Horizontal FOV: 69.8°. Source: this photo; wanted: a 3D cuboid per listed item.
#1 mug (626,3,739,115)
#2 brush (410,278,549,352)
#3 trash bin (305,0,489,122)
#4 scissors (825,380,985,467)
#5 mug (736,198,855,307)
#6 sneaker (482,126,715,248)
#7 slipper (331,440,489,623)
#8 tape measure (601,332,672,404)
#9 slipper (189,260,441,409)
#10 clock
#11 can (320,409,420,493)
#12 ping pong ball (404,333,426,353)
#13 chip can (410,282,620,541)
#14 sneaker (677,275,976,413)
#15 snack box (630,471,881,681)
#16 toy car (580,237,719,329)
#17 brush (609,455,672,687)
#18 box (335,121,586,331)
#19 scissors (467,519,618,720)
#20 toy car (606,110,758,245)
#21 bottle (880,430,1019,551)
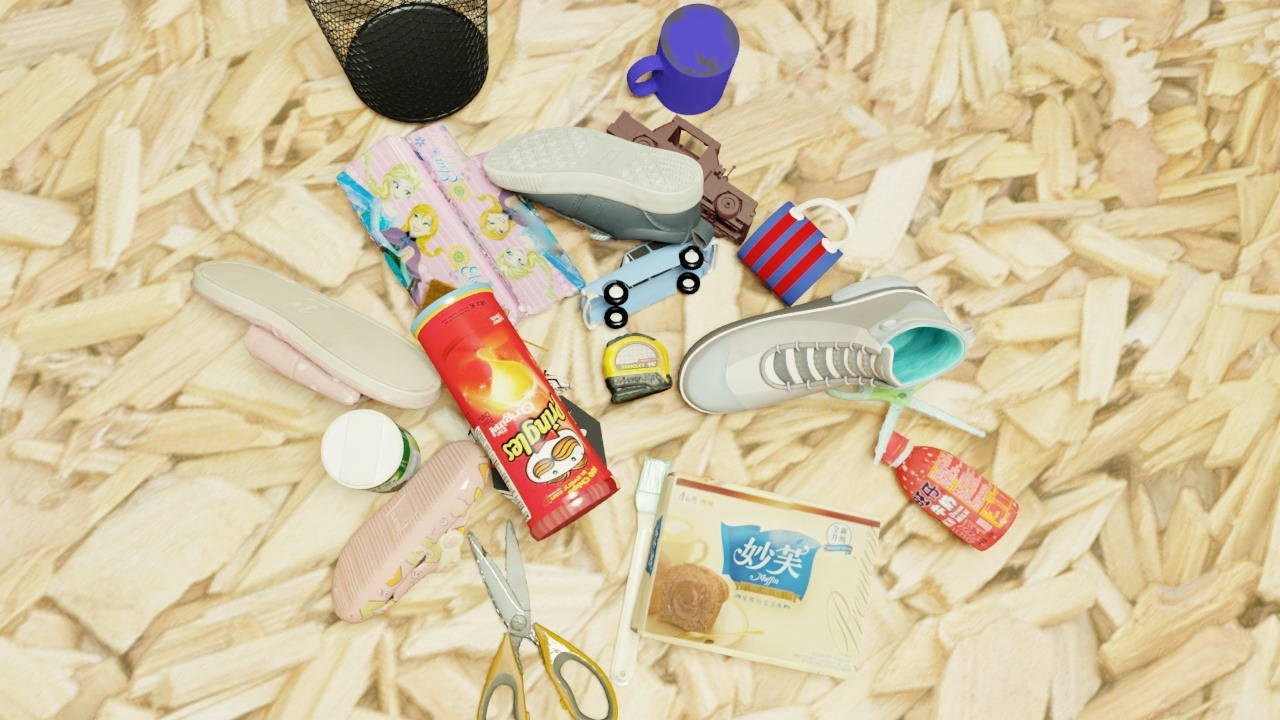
[{"bbox_3d":[0.039,-0.300,0.934,0.111,0.083,0.079,-19,82,-8],"label":"mug"},{"bbox_3d":[-0.148,-0.035,0.855,0.126,0.017,0.048,23,96,9],"label":"brush"},{"bbox_3d":[-0.221,-0.338,0.844,0.184,0.210,0.183,1,72,-3],"label":"trash bin"},{"bbox_3d":[0.257,0.038,0.909,0.173,0.021,0.171,26,58,13],"label":"scissors"},{"bbox_3d":[0.158,-0.116,0.901,0.076,0.112,0.074,45,41,4],"label":"mug"},{"bbox_3d":[-0.041,-0.162,0.893,0.236,0.087,0.089,16,51,21],"label":"sneaker"},{"bbox_3d":[-0.193,0.163,0.828,0.197,0.093,0.081,-48,124,3],"label":"slipper"},{"bbox_3d":[-0.005,0.005,0.899,0.065,0.037,0.064,-15,82,-10],"label":"tape measure"},{"bbox_3d":[-0.298,-0.017,0.833,0.274,0.114,0.054,28,110,19],"label":"slipper"},{"bbox_3d":[-0.098,0.073,0.864,0.114,0.065,0.154,-31,85,-10],"label":"clock"},{"bbox_3d":[-0.238,0.084,0.821,0.067,0.121,0.067,1,80,-5],"label":"can"},{"bbox_3d":[-0.213,-0.007,0.881,0.040,0.040,0.040,1,80,-5],"label":"ping pong ball"},{"bbox_3d":[-0.109,0.043,0.790,0.087,0.087,0.213,-32,81,-10],"label":"chip can"},{"bbox_3d":[0.162,0.003,0.834,0.257,0.160,0.093,-18,105,2],"label":"sneaker"},{"bbox_3d":[0.109,0.200,0.859,0.207,0.055,0.153,14,80,-7],"label":"snack box"},{"bbox_3d":[0.006,-0.082,0.904,0.153,0.056,0.054,-26,65,-15],"label":"toy car"},{"bbox_3d":[-0.001,0.201,0.879,0.033,0.012,0.217,10,81,-4],"label":"brush"},{"bbox_3d":[-0.175,-0.127,0.898,0.160,0.062,0.230,-34,84,-10],"label":"box"},{"bbox_3d":[-0.118,0.267,0.853,0.175,0.016,0.225,-34,84,-10],"label":"scissors"},{"bbox_3d":[0.048,-0.191,0.923,0.170,0.070,0.061,35,78,6],"label":"toy car"},{"bbox_3d":[0.293,0.121,0.894,0.137,0.062,0.062,37,79,8],"label":"bottle"}]
